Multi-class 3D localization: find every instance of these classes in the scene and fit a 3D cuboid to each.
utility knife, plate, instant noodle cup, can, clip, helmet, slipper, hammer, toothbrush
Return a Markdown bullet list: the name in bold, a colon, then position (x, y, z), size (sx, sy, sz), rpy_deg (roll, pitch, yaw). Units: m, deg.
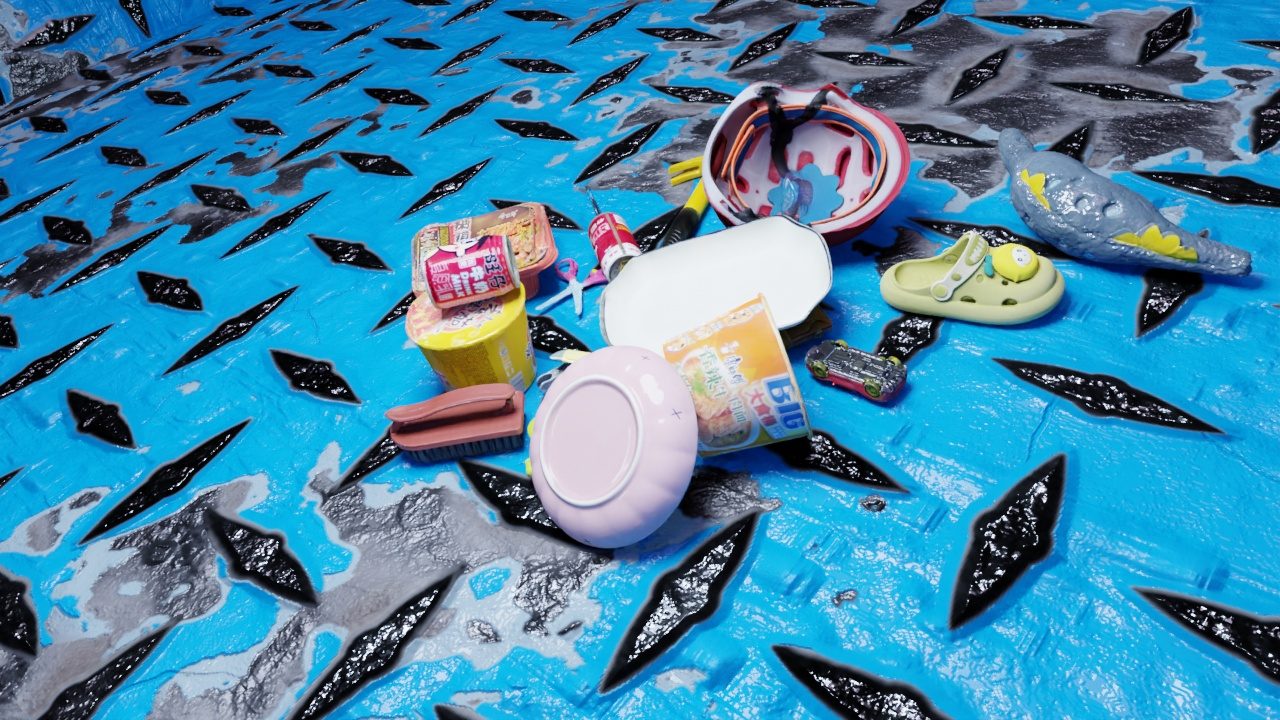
- **utility knife**: position (-0.006, 0.006, 1.012), size (0.190, 0.020, 0.030), rpy_deg (5, 30, 13)
- **plate**: position (-0.036, 0.076, 0.850), size (0.193, 0.039, 0.192), rpy_deg (-11, 72, 35)
- **instant noodle cup**: position (-0.183, -0.019, 1.039), size (0.138, 0.110, 0.137), rpy_deg (-8, 41, 7)
- **can**: position (-0.029, -0.137, 1.150), size (0.053, 0.053, 0.132), rpy_deg (-17, 33, -4)
- **instant noodle cup**: position (0.090, 0.022, 0.892), size (0.111, 0.151, 0.151), rpy_deg (-19, 39, 6)
- **clip**: position (-0.091, 0.017, 1.038), size (0.058, 0.027, 0.043), rpy_deg (-30, 49, -13)
- **helmet**: position (0.200, -0.220, 1.131), size (0.240, 0.144, 0.206), rpy_deg (11, 75, 12)
- **slipper**: position (0.355, -0.093, 0.993), size (0.191, 0.082, 0.091), rpy_deg (4, 45, 25)
- **hammer**: position (0.066, -0.194, 1.232), size (0.129, 0.033, 0.299), rpy_deg (6, 43, 23)
- **can**: position (-0.183, -0.097, 0.992), size (0.094, 0.067, 0.066), rpy_deg (-13, 40, 0)
- **toothbrush**: position (-0.059, -0.203, 1.295), size (0.016, 0.014, 0.189), rpy_deg (-36, 38, 11)
- **plate**: position (0.083, -0.073, 1.027), size (0.266, 0.034, 0.161), rpy_deg (-15, 52, 13)
- **instant noodle cup**: position (-0.200, -0.129, 1.197), size (0.189, 0.079, 0.164), rpy_deg (-16, 40, 0)

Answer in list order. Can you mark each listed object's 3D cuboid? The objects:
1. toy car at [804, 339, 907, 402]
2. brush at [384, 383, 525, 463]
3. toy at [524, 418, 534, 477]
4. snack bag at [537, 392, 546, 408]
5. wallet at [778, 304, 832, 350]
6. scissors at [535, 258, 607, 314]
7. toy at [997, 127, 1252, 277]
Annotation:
- **toy car**: position (0.220, 0.010, 0.947), size (0.106, 0.031, 0.049), rpy_deg (23, 51, 35)
- **brush**: position (-0.197, 0.064, 0.977), size (0.146, 0.069, 0.063), rpy_deg (-10, 39, 4)
- **toy**: position (-0.082, 0.085, 0.950), size (0.097, 0.031, 0.099), rpy_deg (12, 51, 29)
- **snack bag**: position (-0.060, 0.037, 1.003), size (0.104, 0.026, 0.048), rpy_deg (-5, 25, 10)
- **wallet**: position (0.139, -0.038, 1.031), size (0.130, 0.035, 0.119), rpy_deg (-21, 37, -4)
- **scissors**: position (-0.084, -0.100, 1.177), size (0.133, 0.017, 0.130), rpy_deg (-32, 44, -23)
- **toy**: position (0.503, -0.180, 1.044), size (0.137, 0.092, 0.356), rpy_deg (-13, 40, -19)
